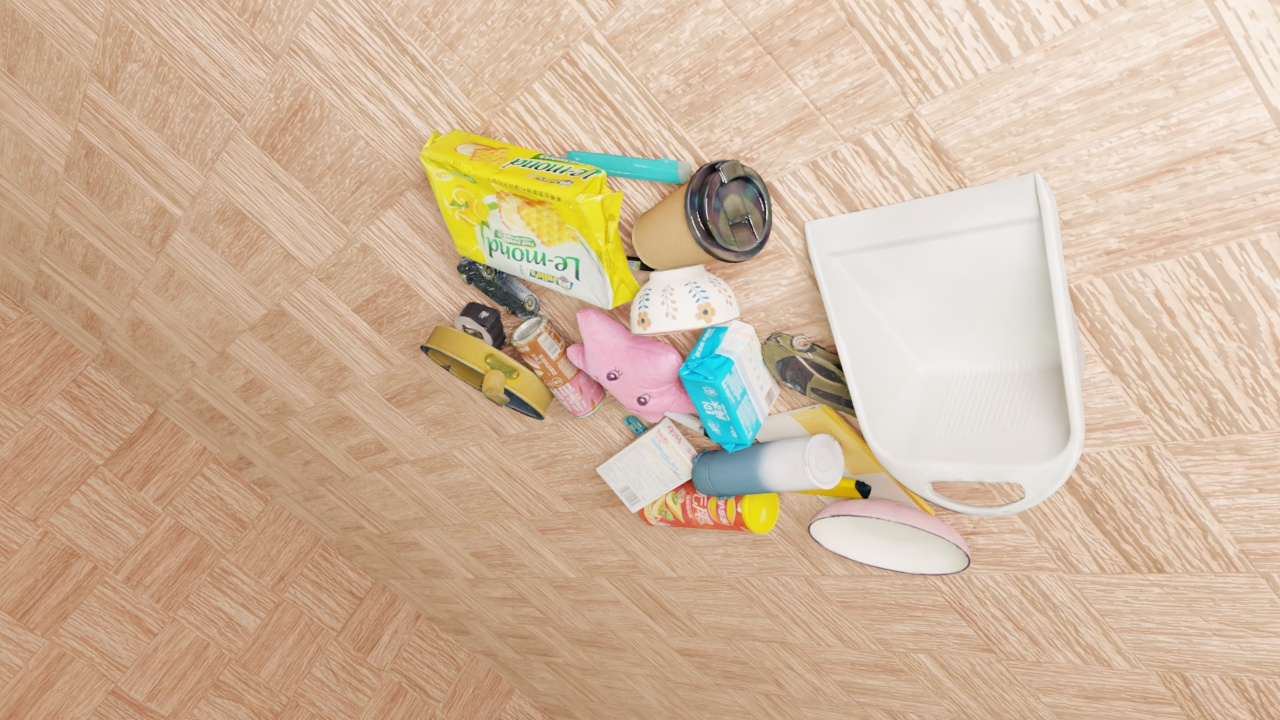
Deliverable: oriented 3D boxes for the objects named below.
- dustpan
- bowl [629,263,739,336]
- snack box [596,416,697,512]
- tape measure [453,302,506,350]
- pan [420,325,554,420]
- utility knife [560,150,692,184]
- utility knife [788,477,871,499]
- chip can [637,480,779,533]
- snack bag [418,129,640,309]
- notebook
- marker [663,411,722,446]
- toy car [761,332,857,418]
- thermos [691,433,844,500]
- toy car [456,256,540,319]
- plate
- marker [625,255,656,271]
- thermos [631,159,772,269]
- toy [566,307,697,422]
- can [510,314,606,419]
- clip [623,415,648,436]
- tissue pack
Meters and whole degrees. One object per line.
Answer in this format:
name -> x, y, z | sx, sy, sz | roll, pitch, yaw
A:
dustpan -> 0.266, 0.003, 0.791 | 0.223, 0.142, 0.258 | -6, 133, 46
bowl -> 0.042, -0.065, 0.944 | 0.114, 0.113, 0.062 | -3, 100, 44
snack box -> 0.012, 0.147, 1.270 | 0.084, 0.026, 0.157 | 50, 132, -1
tape measure -> -0.220, -0.047, 1.255 | 0.066, 0.033, 0.066 | 19, 145, 21
pan -> -0.195, 0.027, 1.193 | 0.197, 0.078, 0.358 | 32, 167, -13
utility knife -> -0.015, -0.191, 0.894 | 0.160, 0.013, 0.029 | 14, 142, 32
utility knife -> 0.212, 0.154, 1.142 | 0.174, 0.015, 0.033 | -1, 136, 44
chip can -> 0.091, 0.203, 1.288 | 0.217, 0.073, 0.073 | -9, 130, 48
snack bag -> -0.114, -0.154, 0.968 | 0.247, 0.068, 0.158 | 22, 148, 25
notebook -> 0.238, 0.130, 1.112 | 0.206, 0.010, 0.146 | 43, 148, -17
marker -> 0.055, 0.075, 1.193 | 0.131, 0.018, 0.023 | 26, 135, 9
toy car -> 0.198, 0.020, 0.969 | 0.158, 0.042, 0.070 | 24, 147, 19
thermos -> 0.148, 0.133, 1.127 | 0.070, 0.070, 0.221 | 45, 148, -19
toy car -> -0.174, -0.094, 1.148 | 0.054, 0.036, 0.120 | -7, 141, 46
plate -> 0.302, 0.209, 1.112 | 0.192, 0.039, 0.193 | 15, 155, 7
marker -> -0.036, -0.113, 1.019 | 0.124, 0.015, 0.018 | 11, 143, 27
thermos -> 0.054, -0.128, 0.854 | 0.093, 0.092, 0.143 | 45, 155, -20
toy -> -0.006, 0.006, 1.096 | 0.194, 0.074, 0.179 | 40, 152, -17
can -> -0.107, 0.009, 1.207 | 0.058, 0.057, 0.147 | -3, 134, 44
clip -> 0.000, 0.097, 1.277 | 0.057, 0.014, 0.046 | 47, 145, -18
tissue pack -> 0.098, 0.027, 1.019 | 0.063, 0.089, 0.140 | 7, 140, 37
